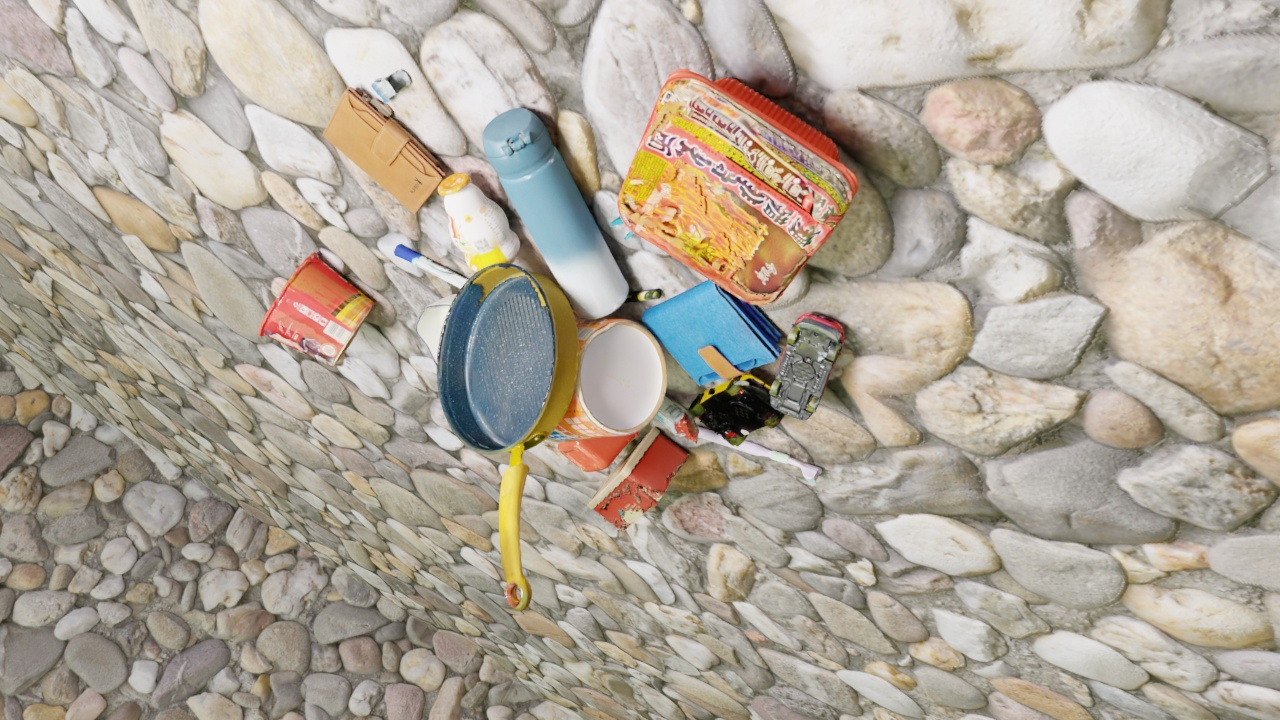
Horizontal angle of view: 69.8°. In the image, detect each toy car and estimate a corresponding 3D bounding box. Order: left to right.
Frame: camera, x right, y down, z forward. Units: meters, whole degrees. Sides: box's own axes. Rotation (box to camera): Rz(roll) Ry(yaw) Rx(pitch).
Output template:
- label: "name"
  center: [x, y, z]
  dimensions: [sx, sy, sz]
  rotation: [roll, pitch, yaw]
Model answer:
- label: "toy car"
  center: [0.109, 0.050, 1.001]
  dimensions: [0.071, 0.041, 0.156]
  rotation: [38, 154, -8]
- label: "toy car"
  center: [0.161, 0.004, 0.886]
  dimensions: [0.053, 0.045, 0.121]
  rotation: [23, 135, 12]

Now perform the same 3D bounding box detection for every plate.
- label: "plate"
  center: [-0.197, -0.010, 1.199]
  dimensions: [0.205, 0.045, 0.205]
  rotation: [23, 148, 15]

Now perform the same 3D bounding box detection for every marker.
- label: "marker"
  center: [-0.240, -0.106, 1.133]
  dimensions: [0.146, 0.016, 0.017]
  rotation: [27, 148, 11]

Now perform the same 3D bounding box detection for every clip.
- label: "clip"
  center: [-0.249, -0.274, 0.913]
  dimensions: [0.057, 0.028, 0.024]
  rotation: [1, 135, 55]
- label: "clip"
  center: [-0.007, -0.134, 0.883]
  dimensions: [0.041, 0.014, 0.056]
  rotation: [43, 147, -16]

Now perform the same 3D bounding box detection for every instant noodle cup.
- label: "instant noodle cup"
  center: [-0.448, -0.062, 1.282]
  dimensions: [0.108, 0.137, 0.138]
  rotation: [34, 150, -13]
- label: "instant noodle cup"
  center: [-0.050, 0.018, 0.988]
  dimensions: [0.112, 0.151, 0.151]
  rotation: [-1, 135, 52]
- label: "instant noodle cup"
  center: [0.077, -0.141, 0.732]
  dimensions: [0.164, 0.078, 0.189]
  rotation: [34, 148, 1]

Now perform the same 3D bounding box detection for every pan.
- label: "pan"
  center: [-0.132, 0.069, 0.913]
  dimensions: [0.078, 0.357, 0.198]
  rotation: [6, 149, -45]

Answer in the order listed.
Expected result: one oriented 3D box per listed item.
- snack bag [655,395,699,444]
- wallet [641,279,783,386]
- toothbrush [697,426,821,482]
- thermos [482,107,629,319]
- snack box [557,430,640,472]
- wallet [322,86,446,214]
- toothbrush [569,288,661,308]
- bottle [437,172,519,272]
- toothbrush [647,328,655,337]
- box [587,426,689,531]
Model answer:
- label: "snack bag"
  center: [0.030, 0.060, 1.081]
  dimensions: [0.105, 0.026, 0.045]
  rotation: [39, 166, 41]
- label: "wallet"
  center: [0.071, -0.028, 0.937]
  dimensions: [0.106, 0.040, 0.133]
  rotation: [47, 148, -14]
- label: "toothbrush"
  center: [0.123, 0.105, 1.088]
  dimensions: [0.189, 0.029, 0.021]
  rotation: [18, 105, 27]
- label: "thermos"
  center: [-0.081, -0.140, 0.897]
  dimensions: [0.070, 0.070, 0.220]
  rotation: [6, 139, 37]
- label: "snack box"
  center: [-0.058, 0.095, 1.173]
  dimensions: [0.082, 0.080, 0.091]
  rotation: [41, 157, -11]
- label: "wallet"
  center: [-0.275, -0.225, 0.990]
  dimensions: [0.132, 0.031, 0.108]
  rotation: [42, 150, -15]
- label: "toothbrush"
  center: [-0.048, -0.068, 1.013]
  dimensions: [0.186, 0.012, 0.017]
  rotation: [-3, 123, 45]
- label: "bottle"
  center: [-0.173, -0.146, 0.972]
  dimensions: [0.063, 0.063, 0.108]
  rotation: [9, 141, 35]
- label: "toothbrush"
  center: [-0.006, 0.006, 1.077]
  dimensions: [0.016, 0.018, 0.192]
  rotation: [32, 151, 3]
- label: "box"
  center: [0.001, 0.167, 1.215]
  dimensions: [0.078, 0.091, 0.169]
  rotation: [38, 149, 0]
